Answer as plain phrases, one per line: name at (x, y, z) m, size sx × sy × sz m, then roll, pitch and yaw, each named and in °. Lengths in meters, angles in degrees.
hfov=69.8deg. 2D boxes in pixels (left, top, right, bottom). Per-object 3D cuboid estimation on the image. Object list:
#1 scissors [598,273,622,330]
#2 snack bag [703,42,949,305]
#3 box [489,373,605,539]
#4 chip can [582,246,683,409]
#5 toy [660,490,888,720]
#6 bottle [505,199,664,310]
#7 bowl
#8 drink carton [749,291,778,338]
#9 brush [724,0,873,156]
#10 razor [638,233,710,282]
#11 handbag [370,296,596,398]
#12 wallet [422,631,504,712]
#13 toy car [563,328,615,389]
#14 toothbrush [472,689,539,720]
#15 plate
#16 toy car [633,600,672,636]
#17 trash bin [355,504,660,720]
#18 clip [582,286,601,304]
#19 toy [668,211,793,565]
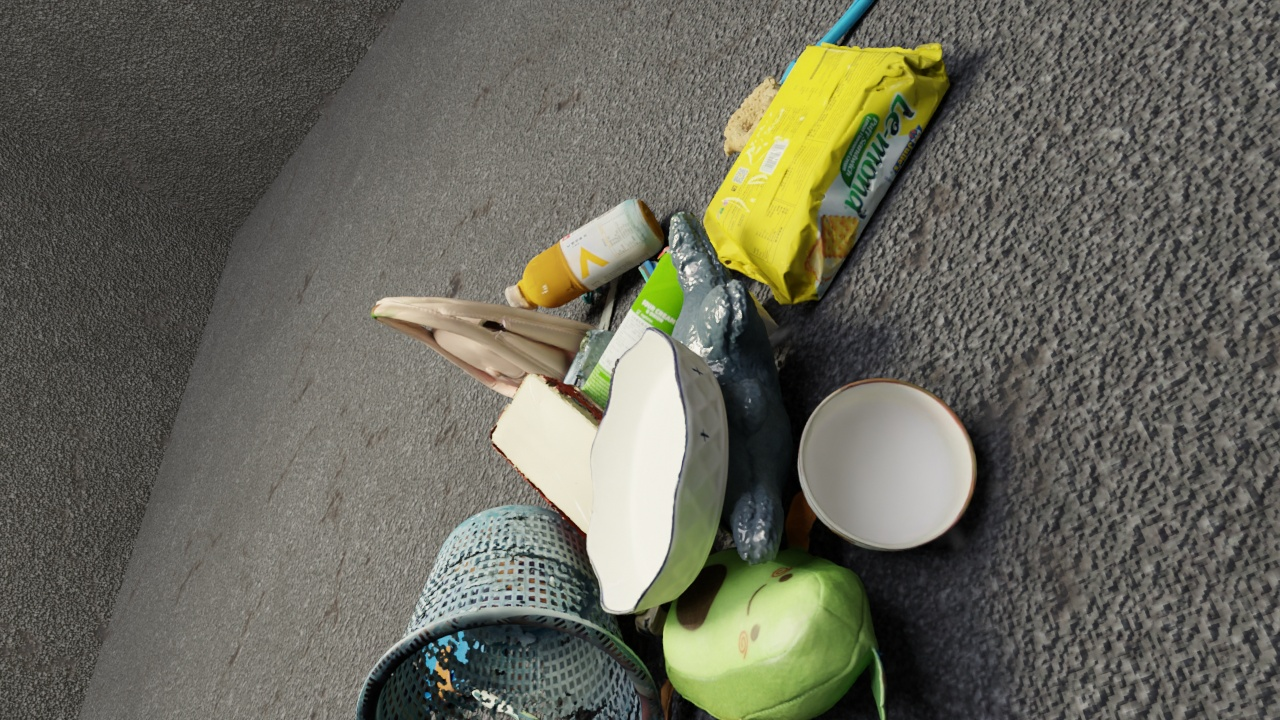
scissors at (-0.024, -0.099, 1.060) m, size 0.146 × 0.014 × 0.172 m, roll -46°, pitch 37°, yaw 26°
snack bag at (0.152, -0.176, 0.823) m, size 0.246 × 0.068 × 0.158 m, roll -60°, pitch 33°, yaw 6°
box at (-0.057, 0.084, 0.822) m, size 0.168 × 0.079 × 0.091 m, roll 38°, pitch 98°, yaw 36°
chip can at (-0.005, 0.005, 0.903) m, size 0.236 × 0.072 × 0.072 m, roll -58°, pitch 33°, yaw 7°
toy at (0.077, 0.186, 0.631) m, size 0.247 × 0.090 × 0.226 m, roll -28°, pitch 34°, yaw 60°
bottle at (-0.066, -0.110, 1.032) m, size 0.190 × 0.068 × 0.068 m, roll -29°, pitch 43°, yaw 16°
bowl at (0.161, 0.075, 0.617) m, size 0.062 × 0.113 × 0.113 m, roll 80°, pitch -158°, yaw -69°
drink carton at (0.067, -0.006, 0.836) m, size 0.123 × 0.045 × 0.053 m, roll -51°, pitch 41°, yaw 19°
brush at (0.174, -0.302, 0.916) m, size 0.255 × 0.046 × 0.083 m, roll -51°, pitch 30°, yaw 11°
razor at (0.061, -0.119, 0.948) m, size 0.143 × 0.022 × 0.042 m, roll -37°, pitch 74°, yaw 27°
handbag at (-0.183, -0.027, 1.021) m, size 0.194 × 0.234 × 0.093 m, roll 2°, pitch 74°, yaw 55°
wallet at (-0.194, 0.309, 0.979) m, size 0.133 × 0.040 × 0.106 m, roll -40°, pitch 34°, yaw 32°
toy car at (-0.052, 0.025, 0.971) m, size 0.037 × 0.054 × 0.120 m, roll 9°, pitch 73°, yaw 59°
toothbrush at (-0.113, 0.339, 0.864) m, size 0.192 × 0.016 × 0.018 m, roll -4°, pitch 74°, yaw 53°
plate at (0.009, 0.080, 0.663) m, size 0.205 × 0.045 × 0.205 m, roll -171°, pitch 91°, yaw -73°
toy car at (0.022, 0.186, 0.762) m, size 0.035 × 0.042 × 0.090 m, roll 10°, pitch 68°, yaw 34°
trash bin at (-0.104, 0.233, 0.769) m, size 0.227 × 0.226 × 0.194 m, roll -50°, pitch 20°, yaw 18°
clip at (-0.062, -0.091, 1.105) m, size 0.041 × 0.014 × 0.056 m, roll -45°, pitch 36°, yaw 24°
toy at (0.066, 0.024, 0.718) m, size 0.091 × 0.138 × 0.355 m, roll -11°, pitch 48°, yaw 3°
